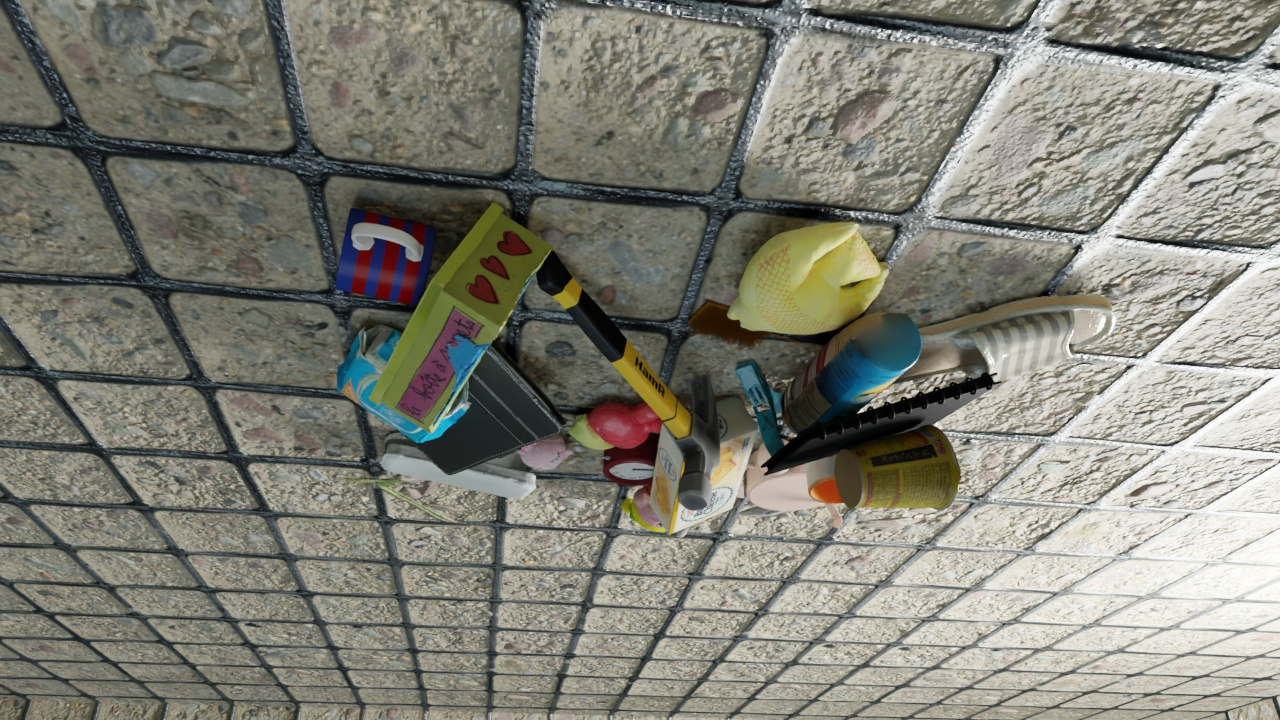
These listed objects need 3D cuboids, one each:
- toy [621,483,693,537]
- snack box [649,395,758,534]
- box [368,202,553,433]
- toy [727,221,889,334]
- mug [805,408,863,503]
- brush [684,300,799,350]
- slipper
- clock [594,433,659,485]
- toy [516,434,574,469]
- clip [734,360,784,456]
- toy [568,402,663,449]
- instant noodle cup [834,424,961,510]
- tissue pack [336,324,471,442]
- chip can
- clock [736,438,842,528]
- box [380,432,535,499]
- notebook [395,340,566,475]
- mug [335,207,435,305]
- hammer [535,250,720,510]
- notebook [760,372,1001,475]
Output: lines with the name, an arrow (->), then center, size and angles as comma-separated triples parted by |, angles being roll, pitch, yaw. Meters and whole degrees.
toy -> 0.029, 0.209, 1.337 | 0.124, 0.096, 0.132 | 12, 128, -30
snack box -> 0.076, 0.139, 1.177 | 0.104, 0.057, 0.208 | -19, 147, -18
box -> -0.174, -0.035, 0.874 | 0.079, 0.124, 0.222 | 32, 142, -8
toy -> 0.159, -0.070, 0.891 | 0.155, 0.064, 0.170 | -30, 147, 21
mug -> 0.245, 0.114, 1.142 | 0.082, 0.105, 0.082 | 0, 148, 0
brush -> 0.116, -0.031, 0.991 | 0.126, 0.017, 0.049 | 15, 145, -23
slipper -> 0.367, -0.011, 0.997 | 0.273, 0.054, 0.114 | -13, 152, 22
clock -> 0.002, 0.132, 1.226 | 0.124, 0.044, 0.087 | 2, 148, -2
toy -> -0.137, 0.113, 1.194 | 0.064, 0.047, 0.110 | -34, 132, 29
clip -> 0.155, 0.054, 1.098 | 0.033, 0.120, 0.118 | -18, 177, 27
toy -> -0.024, 0.082, 1.145 | 0.135, 0.045, 0.091 | -13, 148, 24
instant noodle cup -> 0.287, 0.128, 1.050 | 0.112, 0.100, 0.101 | -6, 149, -13
tissue pack -> -0.260, 0.029, 1.010 | 0.144, 0.061, 0.093 | 35, 134, -13
chip can -> 0.218, 0.018, 0.984 | 0.080, 0.079, 0.230 | 5, 157, -8
clock -> 0.207, 0.169, 1.259 | 0.160, 0.086, 0.131 | 22, 142, -21
box -> -0.247, 0.148, 1.246 | 0.213, 0.063, 0.118 | 11, 148, -19
notebook -> -0.207, 0.056, 1.076 | 0.210, 0.029, 0.169 | -21, 122, 35
mug -> -0.226, -0.097, 0.817 | 0.076, 0.075, 0.112 | 11, 166, -18
hammer -> -0.006, 0.006, 0.966 | 0.034, 0.169, 0.324 | -20, 128, 28
notebook -> 0.263, 0.072, 1.020 | 0.231, 0.019, 0.169 | -15, 163, -14
